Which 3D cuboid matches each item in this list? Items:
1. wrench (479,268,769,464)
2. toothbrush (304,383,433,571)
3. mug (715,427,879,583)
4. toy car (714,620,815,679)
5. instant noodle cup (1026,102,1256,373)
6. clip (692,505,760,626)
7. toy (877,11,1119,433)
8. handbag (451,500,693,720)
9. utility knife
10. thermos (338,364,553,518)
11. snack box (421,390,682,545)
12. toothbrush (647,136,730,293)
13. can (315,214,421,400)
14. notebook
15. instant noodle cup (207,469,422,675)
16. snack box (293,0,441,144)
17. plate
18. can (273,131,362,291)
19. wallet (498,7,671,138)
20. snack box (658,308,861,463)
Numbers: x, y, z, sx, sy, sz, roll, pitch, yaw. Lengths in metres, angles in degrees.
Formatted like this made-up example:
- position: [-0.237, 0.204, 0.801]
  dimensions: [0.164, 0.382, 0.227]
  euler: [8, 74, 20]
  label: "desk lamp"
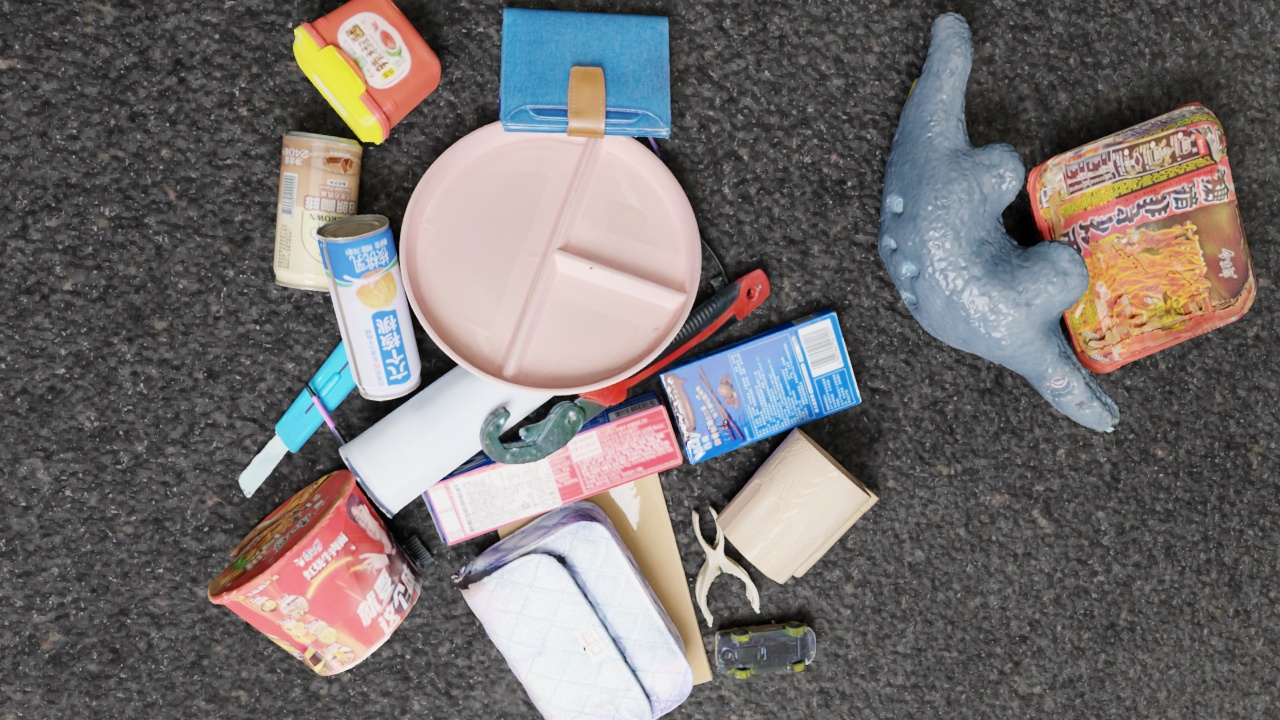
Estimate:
- position: [-0.004, 0.004, 0.732]
  dimensions: [0.273, 0.016, 0.056]
  euler: [-31, 124, -16]
  label: "wrench"
- position: [-0.224, 0.098, 0.761]
  dimensions: [0.017, 0.014, 0.189]
  euler: [-30, 108, -10]
  label: "toothbrush"
- position: [0.137, 0.129, 0.779]
  dimensions: [0.103, 0.084, 0.124]
  euler: [-48, 134, 7]
  label: "mug"
- position: [0.111, 0.254, 0.819]
  dimensions: [0.090, 0.035, 0.042]
  euler: [-4, 101, -5]
  label: "toy car"
- position: [0.408, -0.099, 0.765]
  dimensions: [0.164, 0.079, 0.189]
  euler: [-20, 100, -2]
  label: "instant noodle cup"
- position: [0.059, 0.187, 0.803]
  dimensions: [0.092, 0.035, 0.103]
  euler: [-39, 97, 0]
  label: "clip"
- position: [0.269, -0.087, 0.736]
  dimensions: [0.138, 0.091, 0.356]
  euler: [-25, 95, 25]
  label: "toy"
- position: [-0.050, 0.225, 0.769]
  dimensions: [0.134, 0.075, 0.194]
  euler: [-31, 100, 1]
  label: "handbag"
- position: [-0.266, 0.035, 0.753]
  dimensions: [0.034, 0.018, 0.199]
  euler: [40, 95, -11]
  label: "utility knife"
- position: [-0.125, 0.027, 0.725]
  dimensions: [0.224, 0.073, 0.073]
  euler: [-37, 101, -12]
  label: "thermos"
- position: [-0.073, 0.087, 0.761]
  dimensions: [0.207, 0.057, 0.058]
  euler: [-19, 103, -2]
  label: "snack box"
- position: [0.035, -0.125, 0.758]
  dimensions: [0.017, 0.014, 0.189]
  euler: [-26, 101, 11]
  label: "toothbrush"
- position: [-0.204, -0.039, 0.698]
  dimensions: [0.053, 0.053, 0.135]
  euler: [-8, 117, -4]
  label: "can"
- position: [-0.030, 0.210, 0.811]
  dimensions: [0.148, 0.008, 0.208]
  euler: [-15, 101, -3]
  label: "notebook"
- position: [-0.246, 0.170, 0.725]
  dimensions: [0.138, 0.138, 0.108]
  euler: [-36, 109, 1]
  label: "instant noodle cup"
- position: [-0.202, -0.221, 0.688]
  dimensions: [0.080, 0.082, 0.091]
  euler: [-42, 102, -12]
  label: "snack box"
- position: [-0.068, -0.083, 0.708]
  dimensions: [0.229, 0.028, 0.229]
  euler: [2, 75, -7]
  label: "plate"
- position: [-0.249, -0.114, 0.708]
  dimensions: [0.058, 0.058, 0.116]
  euler: [6, 99, -7]
  label: "can"
- position: [-0.043, -0.222, 0.711]
  dimensions: [0.133, 0.040, 0.106]
  euler: [1, 78, -6]
  label: "wallet"
- position: [0.101, 0.022, 0.782]
  dimensions: [0.157, 0.026, 0.084]
  euler: [-20, 101, -2]
  label: "snack box"
